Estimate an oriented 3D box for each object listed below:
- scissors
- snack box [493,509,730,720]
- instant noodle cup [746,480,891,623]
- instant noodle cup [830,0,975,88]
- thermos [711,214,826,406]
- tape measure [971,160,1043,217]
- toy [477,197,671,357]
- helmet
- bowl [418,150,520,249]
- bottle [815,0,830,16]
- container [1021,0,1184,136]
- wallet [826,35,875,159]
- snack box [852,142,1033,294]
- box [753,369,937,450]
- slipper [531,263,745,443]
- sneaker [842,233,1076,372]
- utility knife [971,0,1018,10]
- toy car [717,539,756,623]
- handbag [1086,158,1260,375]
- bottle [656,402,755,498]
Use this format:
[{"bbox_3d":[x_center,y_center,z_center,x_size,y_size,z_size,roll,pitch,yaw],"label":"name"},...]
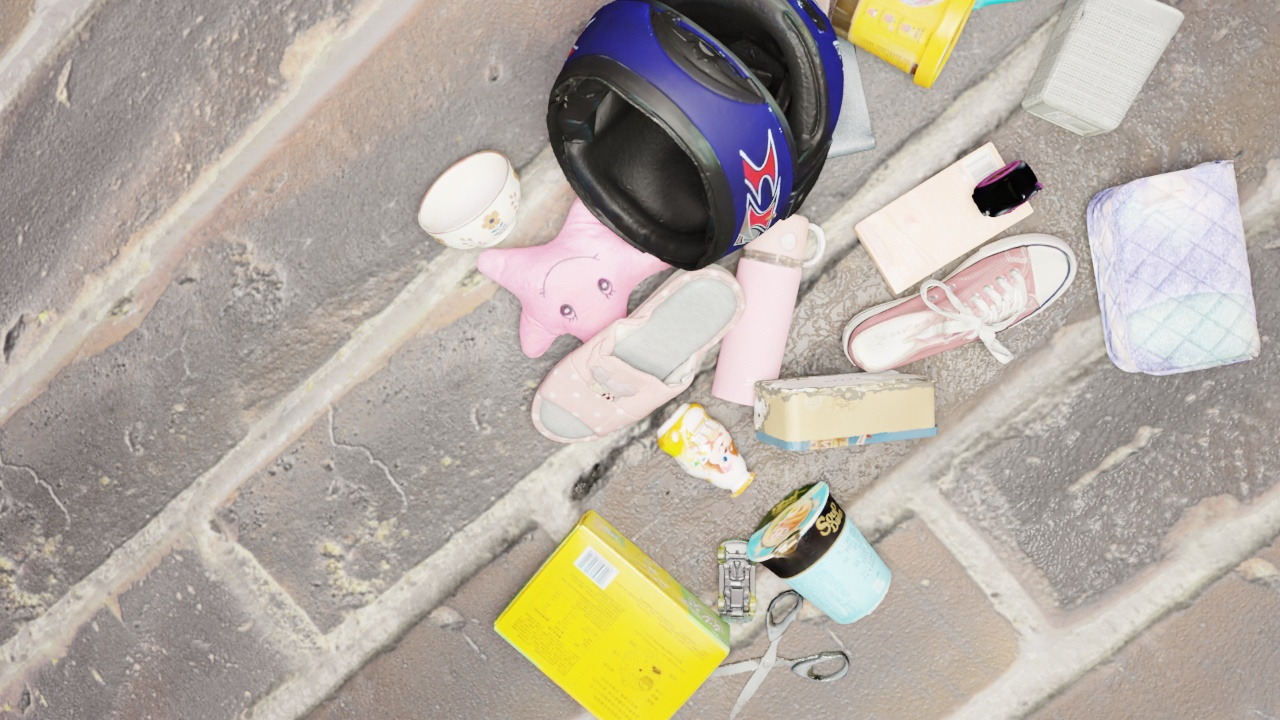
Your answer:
[{"bbox_3d":[0.141,0.328,1.008,0.181,0.014,0.159,-1,96,8],"label":"scissors"},{"bbox_3d":[-0.029,0.290,0.996,0.210,0.070,0.158,40,99,1],"label":"snack box"},{"bbox_3d":[0.190,0.206,0.948,0.111,0.111,0.120,-43,97,9],"label":"instant noodle cup"},{"bbox_3d":[0.253,-0.339,0.879,0.114,0.118,0.118,28,98,12],"label":"instant noodle cup"},{"bbox_3d":[0.134,-0.053,0.948,0.087,0.067,0.198,10,96,-20],"label":"thermos"},{"bbox_3d":[0.352,-0.163,0.882,0.057,0.057,0.039,-38,96,-33],"label":"tape measure"},{"bbox_3d":[-0.054,-0.078,0.959,0.195,0.074,0.178,-28,104,7],"label":"toy"},{"bbox_3d":[0.061,-0.234,0.812,0.247,0.316,0.240,39,79,2],"label":"helmet"},{"bbox_3d":[-0.169,-0.159,0.961,0.113,0.113,0.062,-34,134,9],"label":"bowl"},{"bbox_3d":[0.093,-0.360,0.916,0.189,0.068,0.068,9,97,6],"label":"bottle"},{"bbox_3d":[0.432,-0.282,0.874,0.090,0.090,0.114,25,101,4],"label":"container"},{"bbox_3d":[0.182,-0.266,0.941,0.097,0.019,0.121,-12,93,6],"label":"wallet"},{"bbox_3d":[0.306,-0.143,0.933,0.157,0.026,0.084,-31,92,9],"label":"snack box"},{"bbox_3d":[0.208,0.047,0.910,0.184,0.090,0.064,-2,96,-16],"label":"box"},{"bbox_3d":[-0.006,0.005,0.935,0.275,0.054,0.114,-39,118,23],"label":"slipper"},{"bbox_3d":[0.319,-0.046,0.898,0.241,0.087,0.118,-23,110,5],"label":"sneaker"},{"bbox_3d":[0.401,-0.369,0.905,0.196,0.013,0.029,-3,95,10],"label":"utility knife"},{"bbox_3d":[0.104,0.237,0.991,0.043,0.036,0.091,1,97,8],"label":"toy car"},{"bbox_3d":[0.517,-0.088,0.890,0.134,0.075,0.194,-10,96,3],"label":"handbag"},{"bbox_3d":[0.071,0.096,0.968,0.108,0.063,0.063,43,99,1],"label":"bottle"}]
